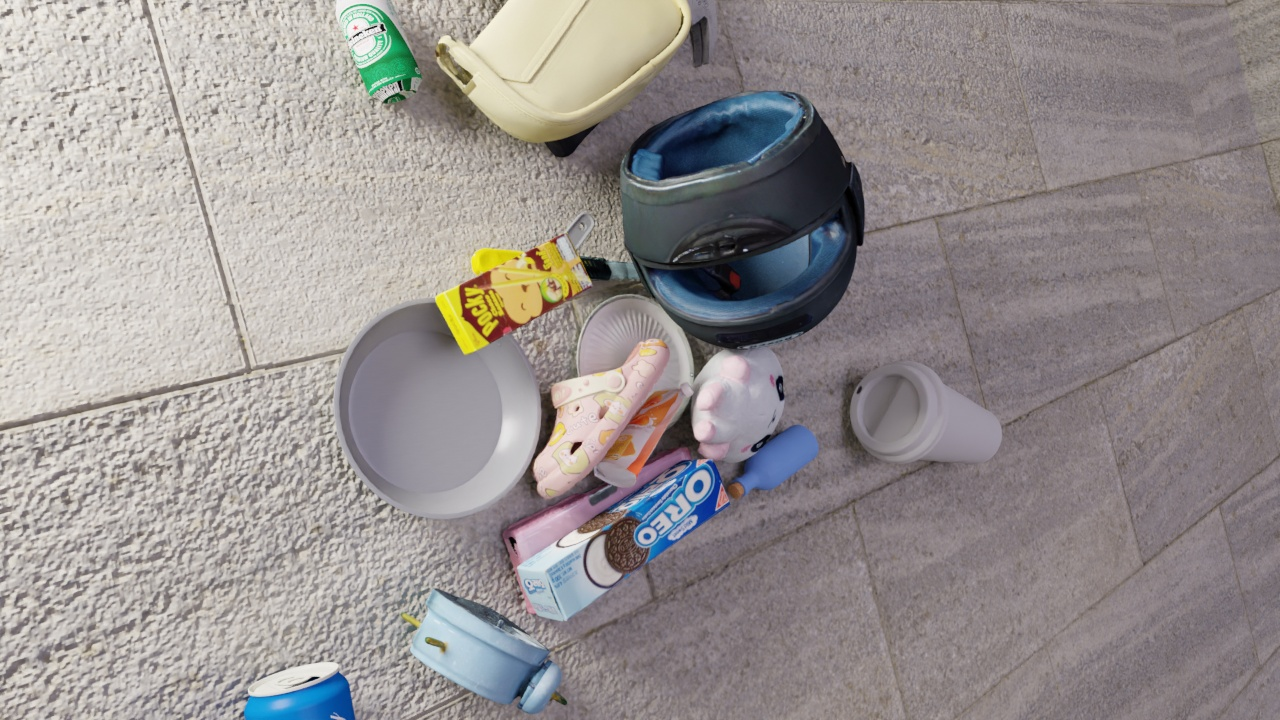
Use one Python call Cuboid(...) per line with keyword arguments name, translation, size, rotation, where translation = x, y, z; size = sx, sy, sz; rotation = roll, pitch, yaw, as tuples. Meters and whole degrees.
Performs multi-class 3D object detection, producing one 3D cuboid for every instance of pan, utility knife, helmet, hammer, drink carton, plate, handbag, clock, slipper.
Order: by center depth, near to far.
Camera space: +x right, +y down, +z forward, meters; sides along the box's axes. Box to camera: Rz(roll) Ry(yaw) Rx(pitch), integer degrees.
Cuboid(name="clock", translation=(-0.128, 0.258, 0.806), size=(0.162, 0.118, 0.060), rotation=(34, 75, -20))
Cuboid(name="pan", translation=(-0.147, -0.014, 0.876), size=(0.201, 0.051, 0.355), rotation=(45, 58, -22))
Cuboid(name="slipper", translation=(-0.050, 0.044, 0.905), size=(0.081, 0.093, 0.197), rotation=(40, 75, -5))
Cuboid(name="handbag", translation=(-0.073, -0.317, 0.921), size=(0.191, 0.089, 0.232), rotation=(40, 71, -18))
Cuboid(name="helmet", translation=(0.108, -0.127, 0.937), size=(0.315, 0.249, 0.236), rotation=(-81, 155, -62))
Cuboid(name="drink carton", translation=(0.004, 0.070, 0.939), size=(0.039, 0.069, 0.122), rotation=(51, 54, -25))
Cuboid(name="utility knife", translation=(-0.077, -0.097, 0.960), size=(0.212, 0.020, 0.028), rotation=(0, 85, -35))
Cuboid(name="plate", translation=(-0.006, 0.006, 0.998), size=(0.156, 0.014, 0.157), rotation=(7, 78, -35))
Cuboid(name="hammer", translation=(-0.013, -0.341, 1.034), size=(0.311, 0.035, 0.139), rotation=(-52, 122, -28))

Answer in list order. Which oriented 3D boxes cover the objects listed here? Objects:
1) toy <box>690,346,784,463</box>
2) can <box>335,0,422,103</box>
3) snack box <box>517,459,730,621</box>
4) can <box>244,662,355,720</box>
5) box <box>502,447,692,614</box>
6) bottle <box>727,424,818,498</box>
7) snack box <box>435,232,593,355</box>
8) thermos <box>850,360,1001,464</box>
Cuboid(name="toy", translation=(0.096, 0.047, 0.986), size=(0.179, 0.101, 0.139), rotation=(-14, 122, -69))
Cuboid(name="can", translation=(-0.243, -0.293, 0.851), size=(0.053, 0.053, 0.101), rotation=(-27, 98, -36))
Cuboid(name="snack box", translation=(-0.011, 0.170, 0.898), size=(0.225, 0.060, 0.059), rotation=(-27, 98, -35))
Cuboid(name="can", translation=(-0.260, 0.321, 0.721), size=(0.078, 0.079, 0.146), rotation=(-9, 88, -37))
Cuboid(name="box", translation=(-0.029, 0.170, 0.944), size=(0.232, 0.037, 0.098), rotation=(-24, 101, -36))
Cuboid(name="bottle", translation=(0.151, 0.123, 1.072), size=(0.130, 0.048, 0.048), rotation=(-29, 99, -36))
Cuboid(name="snack box", translation=(-0.116, -0.065, 0.866), size=(0.148, 0.026, 0.061), rotation=(-33, 100, -34))
Cuboid(name="thermos", translation=(0.387, 0.082, 1.211), size=(0.221, 0.132, 0.131), rotation=(16, 73, -41))
